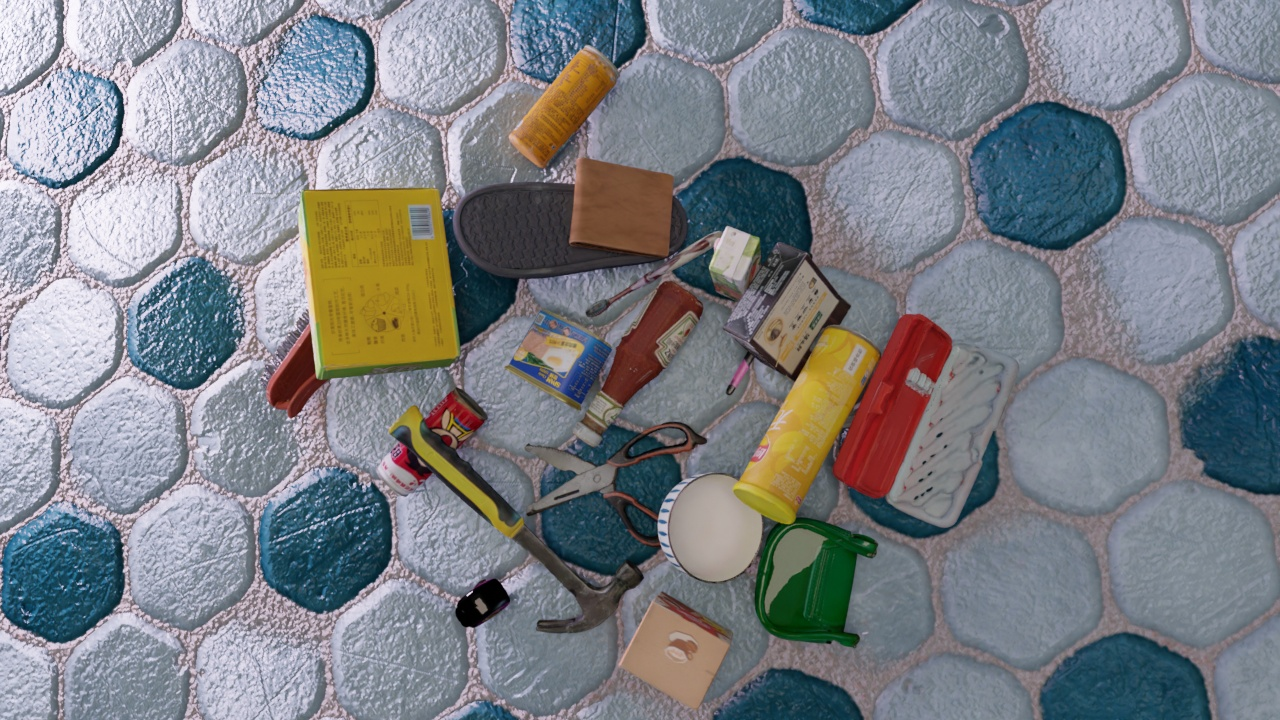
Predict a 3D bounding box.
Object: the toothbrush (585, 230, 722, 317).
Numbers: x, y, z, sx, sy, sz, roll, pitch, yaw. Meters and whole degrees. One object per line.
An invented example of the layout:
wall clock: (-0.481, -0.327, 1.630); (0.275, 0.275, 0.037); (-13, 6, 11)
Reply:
toothbrush: (0.015, -0.102, 1.075); (0.187, 0.017, 0.016); (-31, 80, 4)

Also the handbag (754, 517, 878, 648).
handbag: (0.185, 0.236, 0.982); (0.120, 0.068, 0.131); (10, 85, 8)

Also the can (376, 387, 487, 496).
can: (-0.243, 0.095, 1.068); (0.133, 0.053, 0.053); (-44, 79, 1)

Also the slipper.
slipper: (-0.081, -0.145, 1.070); (0.268, 0.083, 0.110); (-4, 84, -11)

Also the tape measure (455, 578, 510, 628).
tape measure: (-0.179, 0.272, 1.035); (0.058, 0.057, 0.039); (-38, 78, 10)

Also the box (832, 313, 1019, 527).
box: (0.305, 0.063, 0.991); (0.154, 0.074, 0.201); (25, 86, -3)

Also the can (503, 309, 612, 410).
can: (-0.092, -0.002, 1.047); (0.102, 0.057, 0.083); (27, 85, 34)

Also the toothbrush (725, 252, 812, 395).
toothbrush: (0.147, -0.043, 1.049); (0.014, 0.017, 0.189); (30, 89, 20)

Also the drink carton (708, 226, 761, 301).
drink carton: (0.104, -0.104, 1.009); (0.045, 0.122, 0.053); (23, 87, 12)

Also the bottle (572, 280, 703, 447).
bottle: (-0.006, 0.006, 1.043); (0.060, 0.060, 0.206); (34, 88, 11)

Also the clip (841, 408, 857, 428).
clip: (0.232, 0.066, 1.023); (0.058, 0.043, 0.027); (-11, 83, 11)

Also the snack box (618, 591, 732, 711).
snack box: (0.041, 0.307, 0.980); (0.093, 0.094, 0.077); (28, 87, 11)

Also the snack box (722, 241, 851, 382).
snack box: (0.163, -0.049, 1.009); (0.053, 0.125, 0.113); (32, 87, 38)

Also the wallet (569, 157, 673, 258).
wallet: (-0.020, -0.171, 1.036); (0.115, 0.020, 0.101); (8, 80, -15)

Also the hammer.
hammer: (-0.155, 0.178, 1.027); (0.323, 0.032, 0.126); (43, 92, -1)

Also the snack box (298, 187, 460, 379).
snack box: (-0.303, -0.090, 1.060); (0.157, 0.070, 0.210); (-6, 81, -23)

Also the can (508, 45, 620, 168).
can: (-0.091, -0.302, 1.095); (0.058, 0.058, 0.146); (39, 89, 11)

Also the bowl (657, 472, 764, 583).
bowl: (0.068, 0.180, 0.997); (0.116, 0.066, 0.116); (3, 84, -24)

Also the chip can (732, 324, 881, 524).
chip can: (0.179, 0.066, 0.977); (0.072, 0.072, 0.213); (29, 74, 11)

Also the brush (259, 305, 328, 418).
brush: (-0.395, -0.002, 1.098); (0.069, 0.063, 0.146); (36, 90, 24)

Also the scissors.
scissors: (-0.027, 0.134, 1.052); (0.225, 0.015, 0.189); (33, 88, 10)
